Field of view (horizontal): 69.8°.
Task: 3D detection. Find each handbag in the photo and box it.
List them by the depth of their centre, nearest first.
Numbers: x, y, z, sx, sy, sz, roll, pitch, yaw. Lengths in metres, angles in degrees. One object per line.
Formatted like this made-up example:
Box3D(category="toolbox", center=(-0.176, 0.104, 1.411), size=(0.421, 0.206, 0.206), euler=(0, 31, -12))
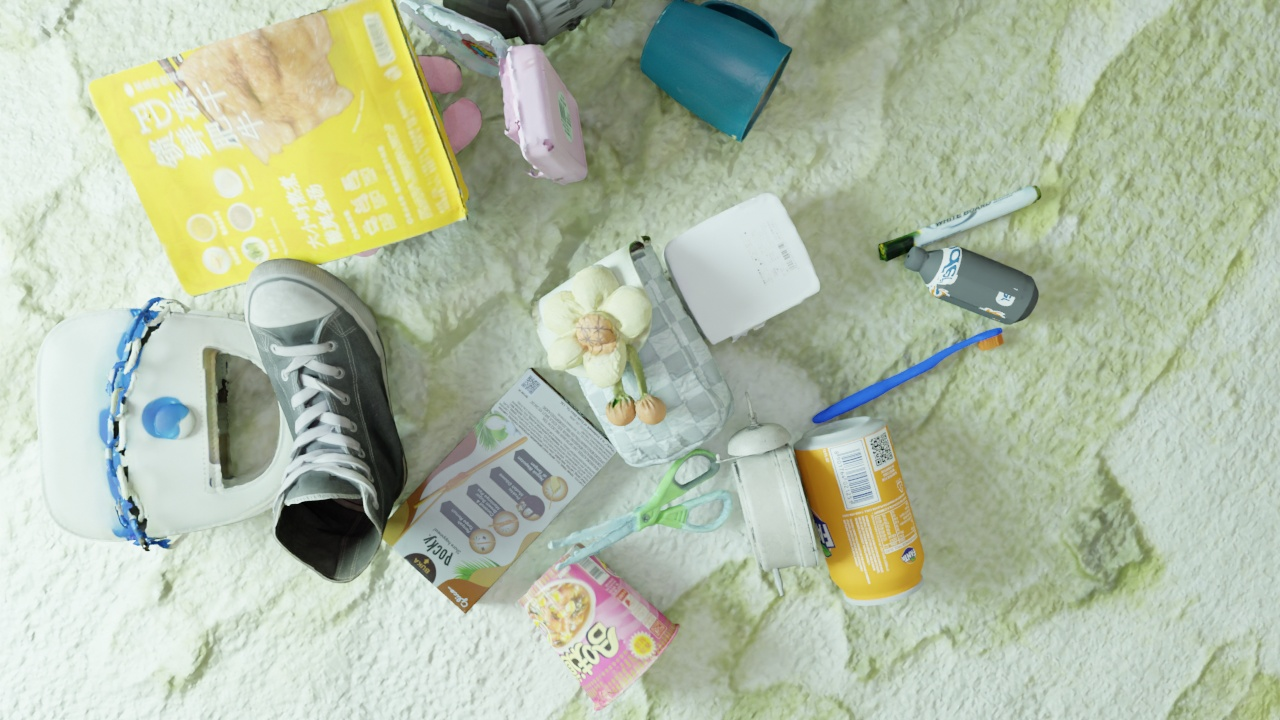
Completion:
Box3D(category="handbag", center=(-0.004, 0.004, 0.726), size=(0.113, 0.123, 0.171), euler=(-29, 96, 19))
Box3D(category="handbag", center=(-0.370, 0.049, 0.739), size=(0.199, 0.093, 0.200), euler=(-5, 92, -9))

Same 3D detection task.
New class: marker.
Box3D(category="marker", center=(0.274, -0.118, 0.789), size=(0.146, 0.017, 0.017), euler=(-21, 92, -2))

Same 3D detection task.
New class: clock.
Box3D(category="clock", center=(0.100, 0.102, 0.747), size=(0.061, 0.103, 0.157), euler=(-14, 97, 5))

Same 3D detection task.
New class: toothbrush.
Box3D(category="toothbrush", center=(0.231, 0.015, 0.792), size=(0.182, 0.016, 0.018), euler=(-26, 98, -1))

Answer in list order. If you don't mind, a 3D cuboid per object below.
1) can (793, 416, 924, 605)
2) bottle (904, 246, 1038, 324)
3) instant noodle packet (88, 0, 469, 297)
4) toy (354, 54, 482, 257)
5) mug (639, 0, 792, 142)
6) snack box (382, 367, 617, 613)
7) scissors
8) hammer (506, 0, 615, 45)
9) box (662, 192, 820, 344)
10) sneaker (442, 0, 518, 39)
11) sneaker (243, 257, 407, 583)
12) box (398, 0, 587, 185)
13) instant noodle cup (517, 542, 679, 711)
Box3D(category="can", center=(0.183, 0.123, 0.762), size=(0.079, 0.079, 0.142), euler=(-17, 92, -2))
Box3D(category="bottle", center=(0.278, -0.067, 0.775), size=(0.112, 0.047, 0.047), euler=(21, 91, -2))
Box3D(category="instant noodle packet", center=(-0.252, -0.151, 0.657), size=(0.221, 0.084, 0.163), euler=(-17, 113, -2))
Box3D(category="toy", center=(-0.247, -0.176, 0.734), size=(0.238, 0.088, 0.190), euler=(-22, 100, -8))
Box3D(category="mug", center=(0.064, -0.251, 0.753), size=(0.104, 0.085, 0.112), euler=(30, 62, 3))
Box3D(category="snack box", center=(-0.119, 0.108, 0.774), size=(0.101, 0.031, 0.186), euler=(43, 90, -3))
Box3D(category="scissors", center=(-0.002, 0.123, 0.756), size=(0.175, 0.033, 0.078), euler=(-16, 97, -30))
Box3D(category="hammer", center=(0.048, -0.320, 0.662), size=(0.324, 0.190, 0.100), euler=(-34, 93, -11))
Box3D(category="box", center=(0.083, -0.074, 0.774), size=(0.107, 0.076, 0.102), euler=(-27, 94, 1))
Box3D(category="sneaker", center=(-0.064, -0.355, 0.676), size=(0.101, 0.143, 0.237), euler=(31, 74, 19))
Box3D(category="sneaker", center=(-0.239, 0.045, 0.681), size=(0.095, 0.119, 0.235), euler=(-5, 117, -2))
Box3D(category="box", center=(-0.088, -0.202, 0.680), size=(0.073, 0.201, 0.150), euler=(-35, 93, 6))
Box3D(category="instant noodle cup", center=(-0.039, 0.212, 0.755), size=(0.097, 0.097, 0.108), euler=(-44, 84, 0))
